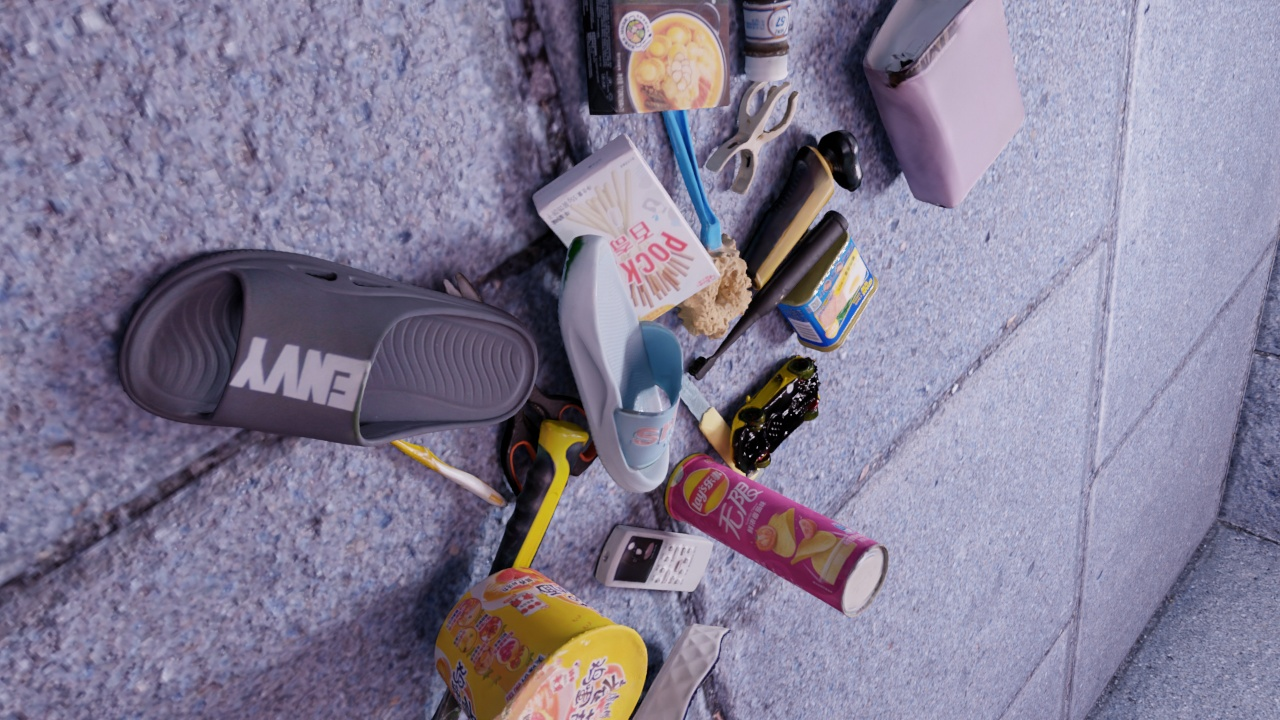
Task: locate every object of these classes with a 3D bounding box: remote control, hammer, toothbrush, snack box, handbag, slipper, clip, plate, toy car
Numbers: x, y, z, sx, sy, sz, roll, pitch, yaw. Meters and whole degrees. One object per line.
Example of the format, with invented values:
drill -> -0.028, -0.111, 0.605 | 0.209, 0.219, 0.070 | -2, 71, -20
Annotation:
remote control -> 0.017, 0.197, 0.902 | 0.150, 0.021, 0.058 | 19, 94, -49
hammer -> -0.117, 0.198, 0.741 | 0.126, 0.032, 0.323 | 15, 102, -49
toothbrush -> 0.120, -0.061, 0.871 | 0.212, 0.027, 0.026 | -47, 135, -9
snack box -> -0.007, -0.095, 0.714 | 0.085, 0.026, 0.157 | -32, 136, 9
handbag -> 0.302, -0.271, 0.923 | 0.144, 0.098, 0.197 | -57, 138, -13
slipper -> -0.166, -0.001, 0.566 | 0.267, 0.083, 0.111 | 6, 98, -40
clip -> 0.099, -0.197, 0.800 | 0.071, 0.035, 0.100 | 30, 91, -49
plate -> 0.022, 0.346, 0.899 | 0.204, 0.045, 0.205 | -57, 167, -21
toothbrush -> -0.155, 0.068, 0.673 | 0.191, 0.016, 0.018 | 43, 67, -46
toy car -> 0.137, 0.053, 0.943 | 0.155, 0.041, 0.071 | -42, 133, -31
slipper -> -0.004, 0.004, 0.719 | 0.246, 0.074, 0.103 | 73, 20, -44
snack box -> 0.019, -0.242, 0.671 | 0.125, 0.053, 0.113 | -14, 111, -29

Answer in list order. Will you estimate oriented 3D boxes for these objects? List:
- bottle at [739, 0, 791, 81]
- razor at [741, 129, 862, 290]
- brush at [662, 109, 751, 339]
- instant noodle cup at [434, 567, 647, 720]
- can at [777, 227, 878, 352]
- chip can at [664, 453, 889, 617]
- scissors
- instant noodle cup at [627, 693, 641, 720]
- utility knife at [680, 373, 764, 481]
bottle -> 0.102, -0.326, 0.736 | 0.079, 0.044, 0.195 | -25, 125, -35
razor -> 0.150, -0.139, 0.862 | 0.067, 0.062, 0.167 | 36, 86, -13
brush -> 0.047, -0.132, 0.777 | 0.083, 0.046, 0.255 | -33, 125, -26
instant noodle cup -> -0.080, 0.228, 0.687 | 0.137, 0.110, 0.138 | -24, 129, -35
can -> 0.185, -0.074, 0.925 | 0.102, 0.057, 0.083 | -55, 135, -12
chip can -> 0.121, 0.156, 0.848 | 0.071, 0.211, 0.071 | -21, 122, -39
scissors -> -0.085, 0.013, 0.709 | 0.141, 0.022, 0.235 | -21, 125, -30
instant noodle cup -> -0.058, 0.327, 0.838 | 0.109, 0.099, 0.099 | -43, 134, -34
utility knife -> 0.082, 0.074, 0.915 | 0.031, 0.022, 0.211 | -57, 144, -15
